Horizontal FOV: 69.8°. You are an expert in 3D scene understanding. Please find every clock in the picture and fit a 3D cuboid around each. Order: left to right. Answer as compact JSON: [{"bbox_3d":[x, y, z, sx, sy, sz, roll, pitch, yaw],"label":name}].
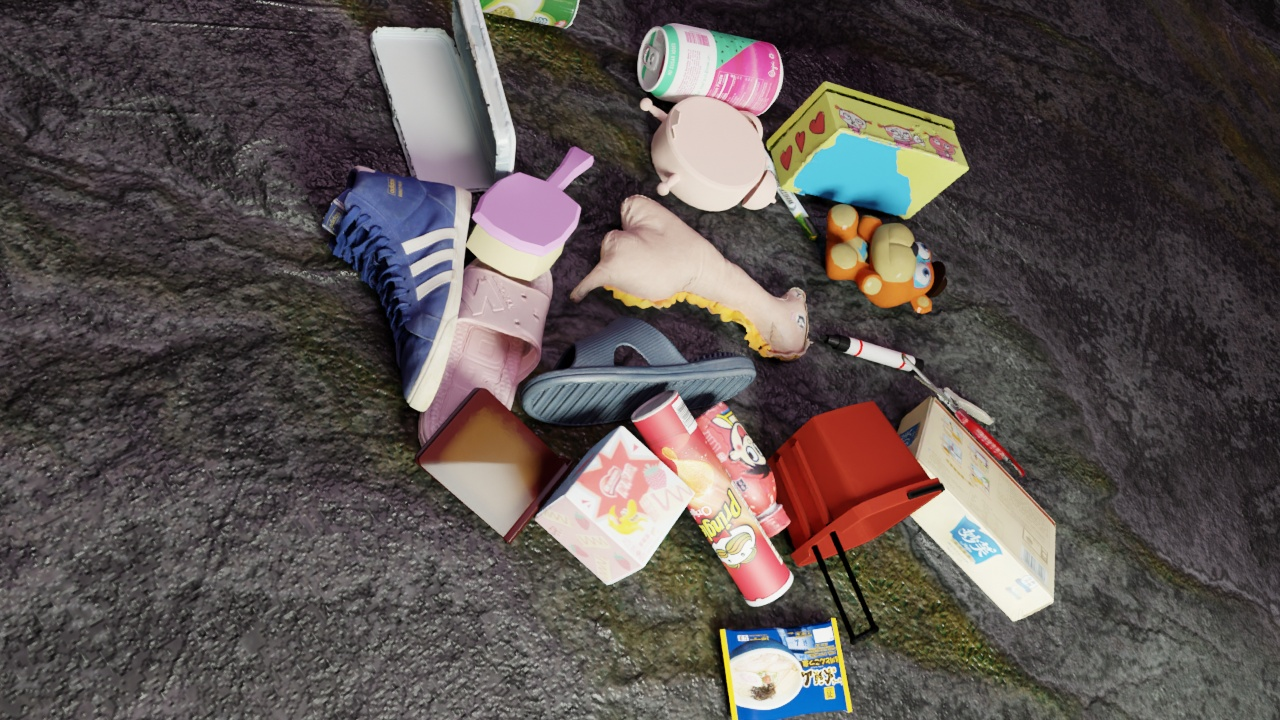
[{"bbox_3d":[0.087,-0.248,1.073,0.160,0.086,0.131,5,65,-33],"label":"clock"}]

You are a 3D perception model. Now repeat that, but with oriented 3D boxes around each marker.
[{"bbox_3d":[0.178,-0.211,1.139,0.017,0.017,0.146,-26,80,-34],"label":"marker"},{"bbox_3d":[0.273,-0.010,1.089,0.145,0.019,0.019,15,61,-21],"label":"marker"}]

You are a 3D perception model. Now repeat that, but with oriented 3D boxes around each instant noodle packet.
[{"bbox_3d":[0.139,0.294,0.868,0.134,0.026,0.087,3,69,-26],"label":"instant noodle packet"}]

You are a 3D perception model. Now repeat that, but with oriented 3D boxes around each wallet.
[{"bbox_3d":[-0.127,0.090,0.806,0.115,0.018,0.091,45,71,-19],"label":"wallet"}]

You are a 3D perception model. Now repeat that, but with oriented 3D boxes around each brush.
[{"bbox_3d":[-0.100,-0.159,0.939,0.089,0.043,0.228,29,36,-1],"label":"brush"}]

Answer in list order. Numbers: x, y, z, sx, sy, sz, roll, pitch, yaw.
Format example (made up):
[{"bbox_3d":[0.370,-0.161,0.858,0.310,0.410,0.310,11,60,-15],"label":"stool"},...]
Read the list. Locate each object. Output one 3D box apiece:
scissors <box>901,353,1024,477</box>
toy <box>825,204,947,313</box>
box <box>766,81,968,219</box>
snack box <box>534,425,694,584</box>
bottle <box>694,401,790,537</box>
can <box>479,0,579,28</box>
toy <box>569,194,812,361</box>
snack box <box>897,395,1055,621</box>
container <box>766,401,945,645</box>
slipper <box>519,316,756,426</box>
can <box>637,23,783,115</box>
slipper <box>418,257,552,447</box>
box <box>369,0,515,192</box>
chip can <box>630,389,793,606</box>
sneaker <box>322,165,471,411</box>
[{"bbox_3d":[0.378,0.061,1.067,0.196,0.015,0.179,52,23,15],"label":"scissors"},{"bbox_3d":[0.294,-0.118,1.116,0.176,0.096,0.112,24,56,-29],"label":"toy"},{"bbox_3d":[0.282,-0.257,1.141,0.220,0.125,0.082,7,59,-27],"label":"box"},{"bbox_3d":[-0.023,0.131,0.828,0.095,0.080,0.092,43,54,-3],"label":"snack box"},{"bbox_3d":[0.098,0.112,0.912,0.061,0.062,0.137,-33,84,-35],"label":"bottle"},{"bbox_3d":[-0.133,-0.424,1.047,0.120,0.067,0.067,1,66,-27],"label":"can"},{"bbox_3d":[0.066,-0.062,0.988,0.264,0.065,0.195,39,63,-14],"label":"toy"},{"bbox_3d":[0.362,0.157,1.004,0.207,0.055,0.152,46,34,-1],"label":"snack box"},{"bbox_3d":[0.217,0.158,0.900,0.126,0.148,0.200,-11,63,-30],"label":"container"},{"bbox_3d":[-0.005,0.005,0.896,0.263,0.101,0.082,-3,61,-35],"label":"slipper"},{"bbox_3d":[0.086,-0.352,1.114,0.165,0.088,0.088,1,66,-27],"label":"can"},{"bbox_3d":[-0.140,-0.017,0.849,0.094,0.065,0.238,23,59,-16],"label":"slipper"},{"bbox_3d":[-0.185,-0.280,0.928,0.129,0.106,0.211,-14,74,-29],"label":"box"},{"bbox_3d":[0.068,0.129,0.863,0.051,0.052,0.215,-39,102,-36],"label":"chip can"},{"bbox_3d":[-0.227,-0.078,0.815,0.118,0.092,0.232,18,59,-25],"label":"sneaker"}]
